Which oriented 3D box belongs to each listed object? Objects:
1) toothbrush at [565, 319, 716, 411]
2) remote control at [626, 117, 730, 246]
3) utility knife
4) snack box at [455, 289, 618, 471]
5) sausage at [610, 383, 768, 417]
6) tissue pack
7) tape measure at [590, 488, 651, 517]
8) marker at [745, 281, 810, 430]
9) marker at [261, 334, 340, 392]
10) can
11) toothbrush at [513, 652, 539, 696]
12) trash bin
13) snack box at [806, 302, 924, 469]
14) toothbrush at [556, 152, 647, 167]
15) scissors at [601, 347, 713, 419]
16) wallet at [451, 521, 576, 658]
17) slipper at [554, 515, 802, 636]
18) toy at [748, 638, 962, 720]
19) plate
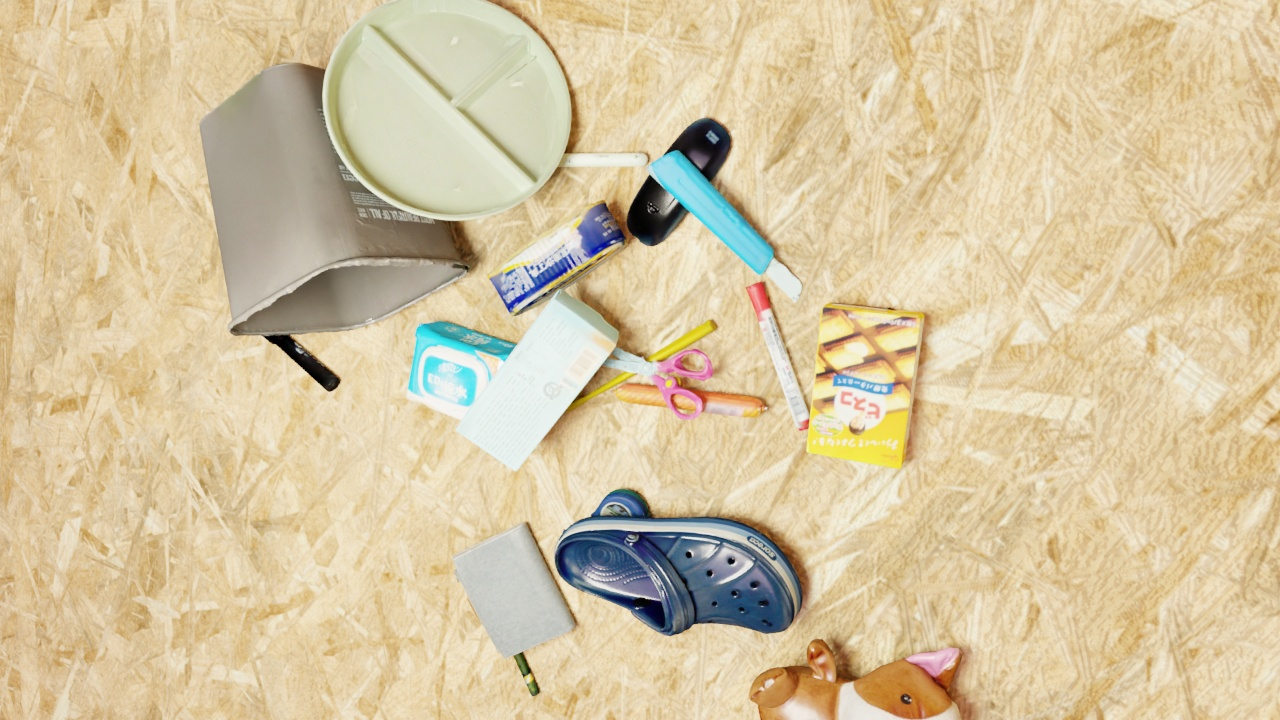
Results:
[{"bbox_3d":[-0.005,0.005,0.924,0.191,0.015,0.016,-29,82,26],"label":"toothbrush"},{"bbox_3d":[0.032,-0.167,0.866,0.053,0.024,0.137,42,114,9],"label":"remote control"},{"bbox_3d":[0.082,-0.122,0.843,0.185,0.018,0.034,44,110,-4],"label":"utility knife"},{"bbox_3d":[-0.101,0.020,0.905,0.074,0.051,0.175,37,104,-9],"label":"snack box"},{"bbox_3d":[0.046,0.039,0.905,0.165,0.021,0.021,6,103,23],"label":"sausage"},{"bbox_3d":[-0.183,0.017,0.980,0.140,0.063,0.090,18,108,20],"label":"tissue pack"},{"bbox_3d":[-0.017,0.162,0.958,0.058,0.025,0.055,35,112,5],"label":"tape measure"},{"bbox_3d":[0.130,-0.004,0.861,0.017,0.017,0.145,-19,93,26],"label":"marker"},{"bbox_3d":[-0.414,-0.008,1.102,0.132,0.020,0.022,37,102,13],"label":"marker"},{"bbox_3d":[-0.082,-0.099,0.904,0.148,0.074,0.049,-30,90,26],"label":"can"},{"bbox_3d":[-0.161,0.303,1.057,0.017,0.012,0.186,-25,91,-13],"label":"toothbrush"},{"bbox_3d":[-0.319,-0.158,0.930,0.199,0.198,0.219,-21,83,29],"label":"trash bin"},{"bbox_3d":[0.201,0.022,0.826,0.087,0.033,0.140,9,106,23],"label":"snack box"},{"bbox_3d":[-0.081,-0.201,0.912,0.190,0.029,0.020,6,145,22],"label":"toothbrush"},{"bbox_3d":[0.011,0.000,0.899,0.137,0.017,0.077,30,109,23],"label":"scissors"},{"bbox_3d":[-0.145,0.259,1.030,0.107,0.037,0.129,-27,90,15],"label":"wallet"},{"bbox_3d":[0.029,0.212,0.895,0.253,0.095,0.105,8,122,18],"label":"slipper"},{"bbox_3d":[0.202,0.332,0.850,0.200,0.130,0.140,-5,93,15],"label":"toy"},{"bbox_3d":[-0.181,-0.240,0.872,0.230,0.027,0.230,2,79,-11],"label":"plate"}]
